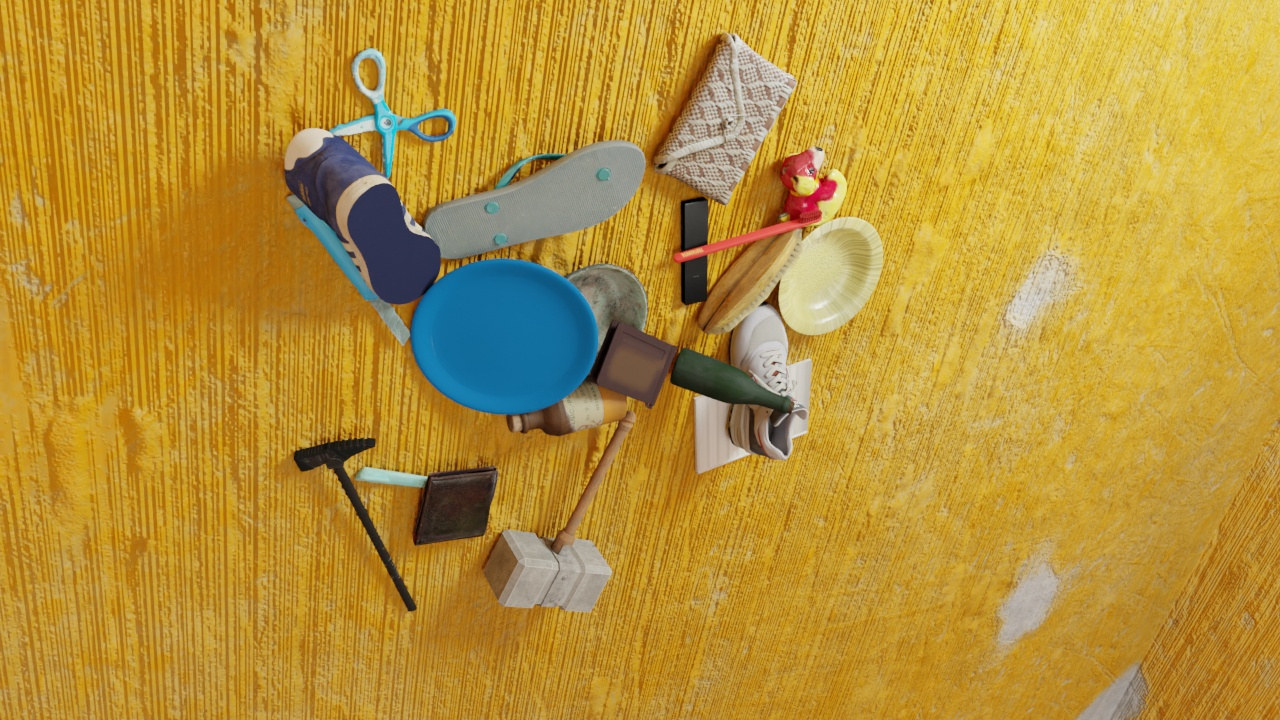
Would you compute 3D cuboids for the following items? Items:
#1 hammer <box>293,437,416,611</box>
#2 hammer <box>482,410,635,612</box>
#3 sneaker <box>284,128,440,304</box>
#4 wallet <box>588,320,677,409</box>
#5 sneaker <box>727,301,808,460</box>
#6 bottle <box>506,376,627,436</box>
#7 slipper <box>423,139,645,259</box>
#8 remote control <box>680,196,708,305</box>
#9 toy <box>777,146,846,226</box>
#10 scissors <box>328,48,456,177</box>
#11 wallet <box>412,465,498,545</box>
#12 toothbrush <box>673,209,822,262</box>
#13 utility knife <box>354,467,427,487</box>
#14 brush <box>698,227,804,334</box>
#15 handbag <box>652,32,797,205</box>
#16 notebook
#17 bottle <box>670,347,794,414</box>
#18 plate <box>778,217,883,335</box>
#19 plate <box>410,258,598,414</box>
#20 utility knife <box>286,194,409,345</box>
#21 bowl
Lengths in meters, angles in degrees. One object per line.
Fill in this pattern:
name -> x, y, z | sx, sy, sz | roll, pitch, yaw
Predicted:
hammer -> -0.342, 0.225, 1.197 | 0.095, 0.015, 0.325 | -14, 129, -2
hammer -> -0.082, 0.207, 1.305 | 0.162, 0.083, 0.318 | 16, 109, -37
sneaker -> -0.300, -0.151, 0.972 | 0.091, 0.118, 0.233 | -48, 166, -11
wallet -> -0.007, 0.007, 1.205 | 0.115, 0.018, 0.091 | 23, 88, -40
sneaker -> 0.193, 0.043, 1.334 | 0.088, 0.124, 0.240 | -11, 117, -25
bottle -> -0.100, 0.064, 1.218 | 0.156, 0.068, 0.068 | -13, 124, -24
slipper -> -0.122, -0.187, 1.072 | 0.268, 0.054, 0.098 | -22, 130, -4
remote control -> 0.072, -0.145, 1.229 | 0.034, 0.013, 0.150 | -14, 124, -19
toy -> 0.227, -0.229, 1.246 | 0.105, 0.067, 0.137 | -46, 143, 4
scissors -> -0.258, -0.257, 0.964 | 0.139, 0.011, 0.134 | -7, 119, -26
wallet -> -0.248, 0.194, 1.229 | 0.099, 0.031, 0.120 | -4, 127, -33
toothbrush -> 0.144, -0.166, 1.217 | 0.212, 0.012, 0.018 | -17, 150, -9
utility knife -> -0.289, 0.159, 1.197 | 0.166, 0.015, 0.022 | 14, 123, -35
brush -> 0.154, -0.111, 1.268 | 0.195, 0.059, 0.043 | -49, 141, 9
handbag -> 0.105, -0.294, 1.137 | 0.124, 0.047, 0.186 | 20, 107, -38
notebook -> 0.177, 0.088, 1.437 | 0.209, 0.009, 0.143 | -18, 125, -21
bottle -> 0.131, 0.036, 1.280 | 0.055, 0.174, 0.055 | 22, 89, -80
plate -> 0.269, -0.128, 1.342 | 0.184, 0.036, 0.185 | -15, 125, -23
plate -> -0.164, -0.029, 1.117 | 0.224, 0.024, 0.225 | -3, 125, -4
utility knife -> -0.318, -0.099, 1.023 | 0.031, 0.015, 0.222 | -33, 126, -8
bowl -> -0.068, -0.058, 1.182 | 0.157, 0.038, 0.158 | -15, 124, -23
